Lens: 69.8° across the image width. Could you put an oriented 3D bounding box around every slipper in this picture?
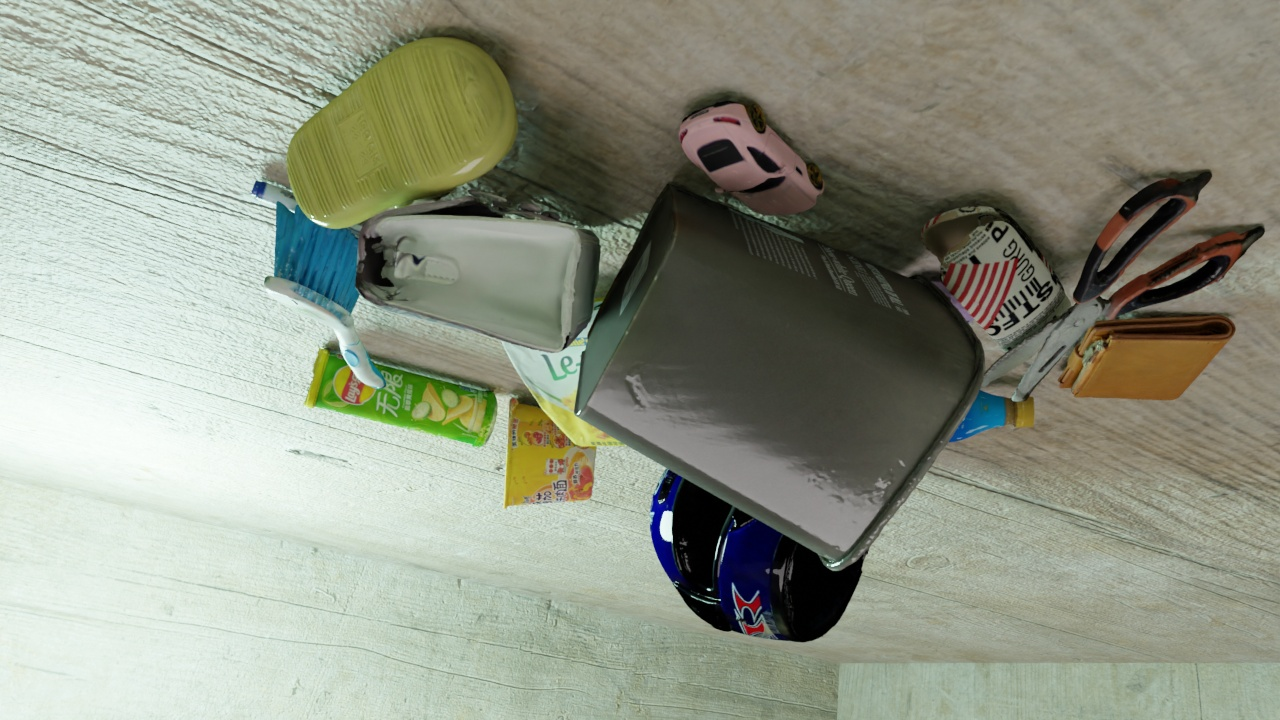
[{"bbox_3d":[-0.152,-0.147,0.608,0.191,0.091,0.081,-15,-174,30],"label":"slipper"}]

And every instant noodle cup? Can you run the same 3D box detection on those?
[{"bbox_3d":[-0.114,0.119,1.147,0.109,0.137,0.138,3,158,-7],"label":"instant noodle cup"}]

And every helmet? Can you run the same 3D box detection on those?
[{"bbox_3d":[0.129,0.191,1.090,0.241,0.246,0.315,21,159,31],"label":"helmet"}]

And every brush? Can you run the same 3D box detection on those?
[{"bbox_3d":[-0.271,-0.045,0.842,0.060,0.109,0.315,13,171,2],"label":"brush"}]

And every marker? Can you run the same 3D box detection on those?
[{"bbox_3d":[-0.252,-0.117,0.773,0.145,0.016,0.017,20,155,-25],"label":"marker"}]

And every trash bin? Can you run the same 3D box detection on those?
[{"bbox_3d":[0.085,-0.003,0.661,0.219,0.198,0.199,26,112,-11],"label":"trash bin"}]

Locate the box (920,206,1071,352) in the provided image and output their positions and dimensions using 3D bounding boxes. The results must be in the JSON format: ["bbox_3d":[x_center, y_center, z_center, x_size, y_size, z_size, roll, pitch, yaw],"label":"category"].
[{"bbox_3d":[0.266,-0.069,0.682,0.075,0.081,0.163,-41,133,21],"label":"box"}]

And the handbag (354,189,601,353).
[{"bbox_3d":[-0.105,-0.066,0.657,0.145,0.098,0.197,4,-174,0],"label":"handbag"}]

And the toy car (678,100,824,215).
[{"bbox_3d":[0.075,-0.128,0.609,0.056,0.037,0.122,-10,152,41],"label":"toy car"}]

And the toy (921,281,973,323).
[{"bbox_3d":[0.232,-0.036,0.769,0.084,0.038,0.108,25,155,-9],"label":"toy"}]

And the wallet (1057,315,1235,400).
[{"bbox_3d":[0.430,0.000,0.793,0.108,0.031,0.132,0,155,13],"label":"wallet"}]

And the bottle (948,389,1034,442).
[{"bbox_3d":[0.276,0.050,0.920,0.219,0.065,0.065,1,156,19],"label":"bottle"}]

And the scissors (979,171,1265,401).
[{"bbox_3d":[0.333,-0.044,0.654,0.222,0.015,0.190,-19,138,10],"label":"scissors"}]

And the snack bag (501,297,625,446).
[{"bbox_3d":[-0.005,0.005,0.855,0.247,0.068,0.158,-6,128,34],"label":"snack bag"}]

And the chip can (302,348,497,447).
[{"bbox_3d":[-0.282,0.047,1.101,0.221,0.072,0.073,16,156,-17],"label":"chip can"}]
